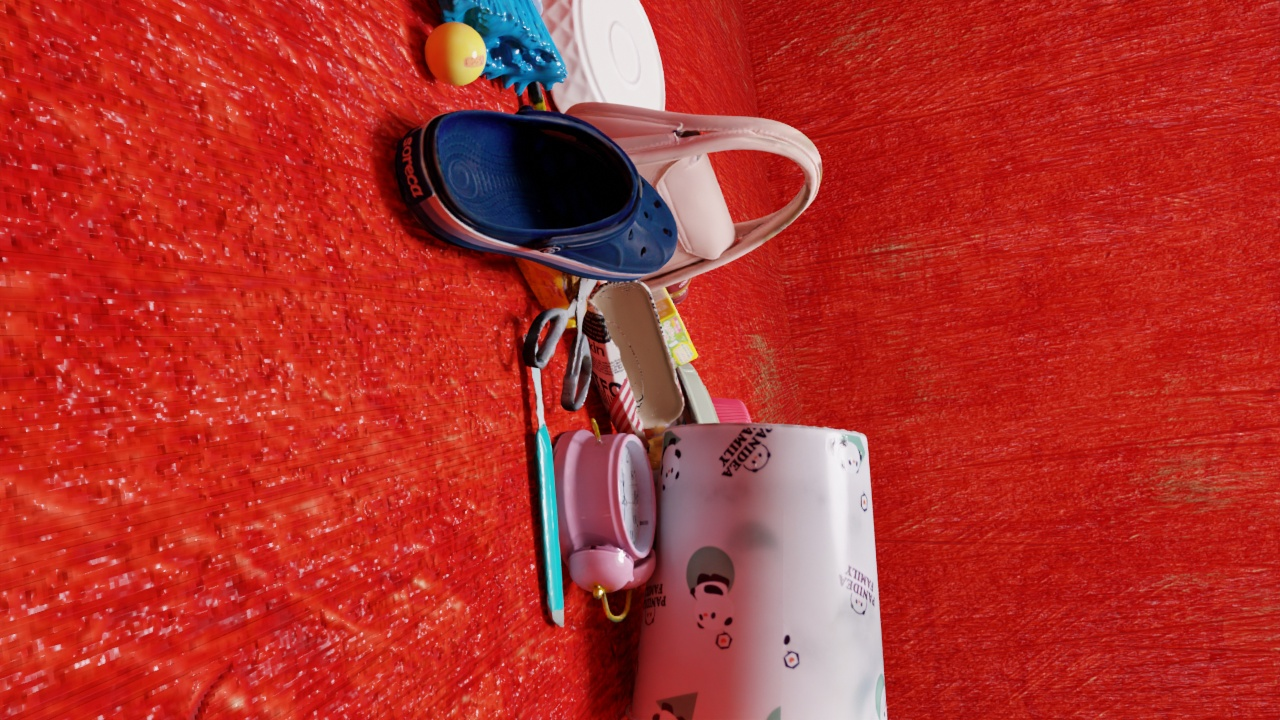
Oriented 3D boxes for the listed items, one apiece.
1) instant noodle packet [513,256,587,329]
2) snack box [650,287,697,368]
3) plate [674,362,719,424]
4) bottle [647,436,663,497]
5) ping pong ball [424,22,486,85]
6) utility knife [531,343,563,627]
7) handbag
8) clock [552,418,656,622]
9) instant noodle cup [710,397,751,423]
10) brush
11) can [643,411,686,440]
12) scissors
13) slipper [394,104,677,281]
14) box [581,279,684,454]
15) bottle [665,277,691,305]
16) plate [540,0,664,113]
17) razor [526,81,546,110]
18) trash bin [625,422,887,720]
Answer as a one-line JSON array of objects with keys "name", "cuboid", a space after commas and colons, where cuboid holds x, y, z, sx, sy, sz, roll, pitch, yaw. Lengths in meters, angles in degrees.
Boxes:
[{"name": "instant noodle packet", "cuboid": [-0.074, -0.103, 0.734, 0.128, 0.044, 0.110, 59, 24, -55]}, {"name": "snack box", "cuboid": [0.012, -0.069, 0.967, 0.140, 0.034, 0.087, 63, 2, 35]}, {"name": "plate", "cuboid": [0.069, 0.107, 1.032, 0.230, 0.027, 0.230, 165, -89, -84]}, {"name": "bottle", "cuboid": [0.040, 0.168, 0.958, 0.067, 0.068, 0.190, -75, 153, -56]}, {"name": "ping pong ball", "cuboid": [-0.123, -0.203, 0.609, 0.040, 0.040, 0.040, -8, 89, -75]}, {"name": "utility knife", "cuboid": [-0.072, 0.089, 0.689, 0.029, 0.013, 0.222, 22, 63, -75]}, {"name": "handbag", "cuboid": [0.046, -0.153, 0.833, 0.193, 0.234, 0.093, 57, 32, -55]}, {"name": "clock", "cuboid": [-0.027, 0.131, 0.746, 0.117, 0.060, 0.158, 34, 51, -70]}, {"name": "instant noodle cup", "cuboid": [0.113, 0.121, 1.175, 0.194, 0.066, 0.194, 164, -86, -88]}, {"name": "brush", "cuboid": [-0.134, -0.279, 0.602, 0.314, 0.061, 0.109, 13, 64, -72]}, {"name": "can", "cuboid": [0.010, 0.037, 0.947, 0.053, 0.053, 0.135, -80, 156, -50]}, {"name": "scissors", "cuboid": [-0.051, -0.043, 0.722, 0.159, 0.014, 0.181, -28, 122, -66]}, {"name": "slipper", "cuboid": [-0.049, -0.120, 0.624, 0.252, 0.095, 0.105, 3, 76, -54]}, {"name": "box", "cuboid": [-0.004, 0.004, 0.853, 0.076, 0.087, 0.162, 30, -34, 56]}, {"name": "bottle", "cuboid": [0.028, -0.123, 1.070, 0.175, 0.057, 0.057, 71, 16, -63]}, {"name": "plate", "cuboid": [-0.032, -0.301, 0.917, 0.204, 0.046, 0.204, 26, 60, -58]}, {"name": "razor", "cuboid": [-0.090, -0.228, 0.773, 0.022, 0.042, 0.142, 105, -27, -80]}, {"name": "trash bin", "cuboid": [0.105, 0.189, 0.813, 0.229, 0.230, 0.251, 31, 59, -71]}]
